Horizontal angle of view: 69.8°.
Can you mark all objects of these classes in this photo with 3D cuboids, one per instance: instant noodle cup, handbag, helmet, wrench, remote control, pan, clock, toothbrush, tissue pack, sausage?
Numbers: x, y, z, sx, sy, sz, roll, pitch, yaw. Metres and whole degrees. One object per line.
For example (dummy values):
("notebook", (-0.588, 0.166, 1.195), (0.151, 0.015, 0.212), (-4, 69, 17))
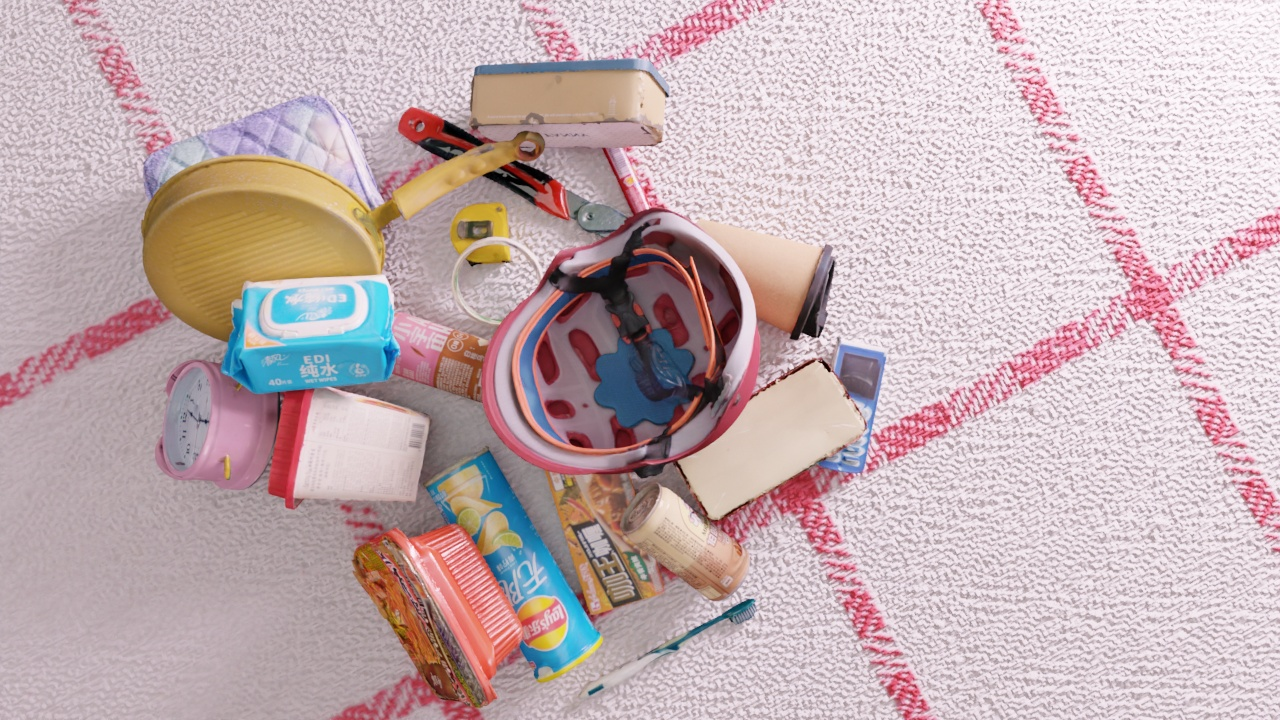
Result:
("instant noodle cup", (-0.176, 0.217, 0.808), (0.078, 0.189, 0.164), (-30, 90, -33))
("handbag", (-0.343, -0.154, 0.850), (0.194, 0.075, 0.134), (-20, 93, 0))
("helmet", (-0.005, 0.005, 0.799), (0.240, 0.144, 0.207), (-30, 68, 9))
("wrench", (-0.111, -0.166, 0.883), (0.273, 0.016, 0.056), (32, 88, -1))
("remote control", (0.199, 0.044, 0.877), (0.049, 0.024, 0.125), (12, 89, -1))
("pan", (-0.251, -0.122, 0.803), (0.357, 0.198, 0.078), (-16, 50, 3))
("clock", (-0.388, 0.055, 0.826), (0.159, 0.059, 0.117), (-1, 81, 44))
("toothbrush", (0.027, 0.277, 0.873), (0.191, 0.016, 0.018), (-28, 99, -2))
("tissue pack", (-0.275, -0.026, 0.776), (0.140, 0.063, 0.089), (-5, 48, -11))
("sausage", (-0.024, -0.198, 0.883), (0.020, 0.020, 0.156), (-25, 89, -2))
("instant noodle cup", (-0.259, 0.079, 0.831), (0.124, 0.116, 0.116), (11, 88, -12))

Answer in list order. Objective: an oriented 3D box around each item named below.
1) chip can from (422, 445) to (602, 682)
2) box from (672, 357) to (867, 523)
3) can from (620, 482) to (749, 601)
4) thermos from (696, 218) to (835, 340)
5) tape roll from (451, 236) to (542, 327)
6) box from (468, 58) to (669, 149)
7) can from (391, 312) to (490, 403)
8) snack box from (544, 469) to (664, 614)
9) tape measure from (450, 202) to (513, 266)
("chip can", (-0.118, 0.186, 0.845), (0.071, 0.071, 0.210), (-31, 89, -2))
("box", (0.116, 0.074, 0.835), (0.168, 0.076, 0.091), (-32, 81, 6))
("can", (0.042, 0.167, 0.840), (0.116, 0.058, 0.058), (40, 88, -17))
("thermos", (0.112, -0.079, 0.852), (0.143, 0.093, 0.093), (20, 88, 8))
("tape roll", (-0.135, -0.073, 0.865), (0.086, 0.014, 0.086), (-1, 110, -2))
("box", (-0.058, -0.230, 0.828), (0.184, 0.089, 0.060), (1, 88, 15))
("can", (-0.172, 0.002, 0.855), (0.147, 0.058, 0.058), (18, 88, 0))
("snack box", (-0.034, 0.155, 0.869), (0.075, 0.026, 0.153), (-17, 89, -1))
("tape measure", (-0.152, -0.121, 0.874), (0.057, 0.029, 0.060), (-4, 88, 0))
